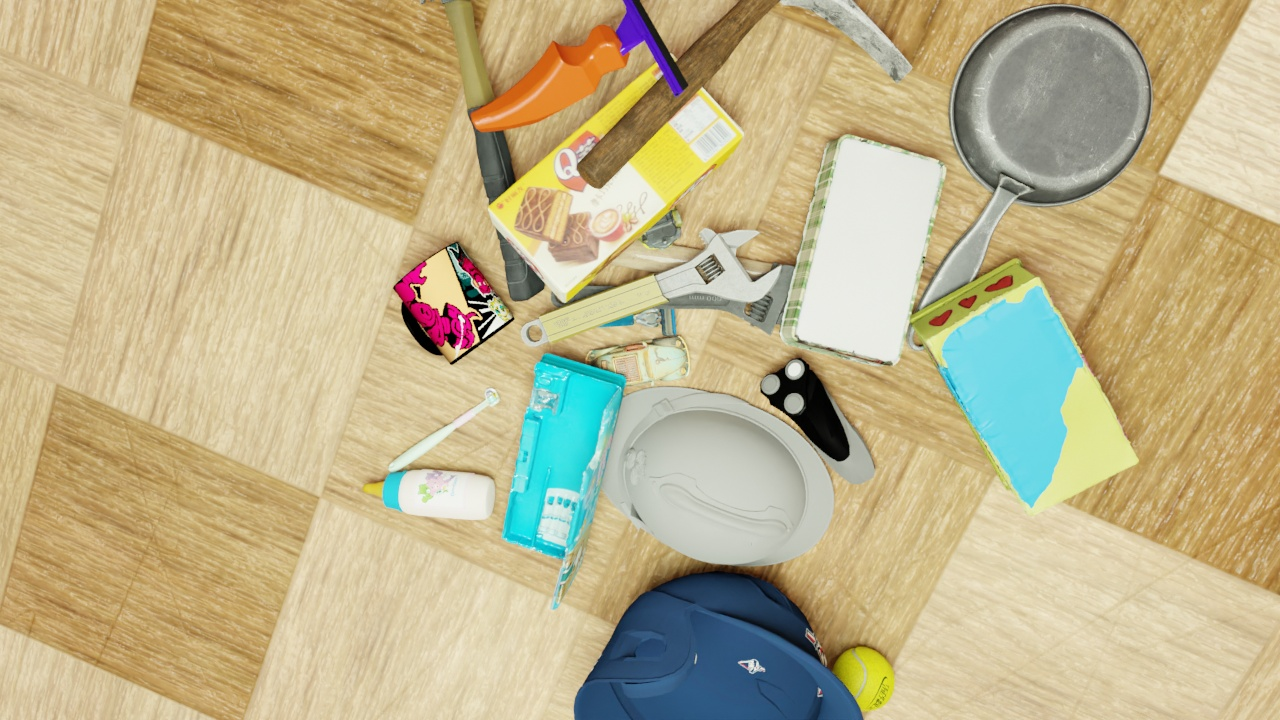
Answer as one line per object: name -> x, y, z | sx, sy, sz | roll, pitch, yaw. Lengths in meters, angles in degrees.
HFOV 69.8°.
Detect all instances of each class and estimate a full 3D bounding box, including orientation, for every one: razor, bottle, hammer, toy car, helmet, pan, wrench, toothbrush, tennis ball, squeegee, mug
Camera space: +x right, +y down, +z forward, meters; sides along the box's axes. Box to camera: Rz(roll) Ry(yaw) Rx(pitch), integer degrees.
razor -> 0.189, 0.068, 0.945 | 0.057, 0.060, 0.156 | -34, 116, 23
bottle -> -0.235, 0.146, 1.009 | 0.146, 0.051, 0.051 | 4, 102, 6
hammer -> 0.077, -0.095, 0.940 | 0.331, 0.030, 0.119 | 10, 102, 7
toy car -> 0.007, -0.161, 0.921 | 0.049, 0.030, 0.107 | -19, 86, -3
hammer -> 0.080, -0.244, 0.838 | 0.217, 0.037, 0.300 | 42, 80, -1
helmet -> 0.093, 0.323, 0.916 | 0.273, 0.222, 0.232 | 5, 120, 35
hammer -> -0.149, -0.222, 0.900 | 0.025, 0.117, 0.333 | -6, 107, 20
toy car -> -0.006, 0.006, 0.954 | 0.112, 0.047, 0.047 | -10, 99, 10
pan -> 0.353, -0.166, 0.883 | 0.187, 0.055, 0.357 | 26, 99, 0
wrench -> 0.042, -0.064, 0.928 | 0.273, 0.018, 0.073 | 2, 98, 10
wrench -> 0.005, -0.063, 0.918 | 0.274, 0.018, 0.083 | -20, 93, 13
toothbrush -> -0.218, 0.080, 1.011 | 0.155, 0.015, 0.022 | -35, 61, 12
razor -> -0.035, -0.041, 0.961 | 0.144, 0.022, 0.042 | -4, 87, 8
tennis ball -> 0.240, 0.343, 0.989 | 0.065, 0.065, 0.065 | 1, 102, 6
helmet -> 0.068, 0.135, 0.937 | 0.271, 0.117, 0.183 | 21, 103, 4
squeegee -> -0.071, -0.259, 0.836 | 0.185, 0.249, 0.055 | -27, 139, 7
mug -> -0.203, -0.051, 0.956 | 0.118, 0.081, 0.098 | -31, 98, 39

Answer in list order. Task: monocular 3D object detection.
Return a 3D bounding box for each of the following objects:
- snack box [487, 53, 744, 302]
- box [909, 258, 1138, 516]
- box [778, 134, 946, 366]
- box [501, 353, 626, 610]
snack box -> -0.024, -0.173, 0.872 | 0.230, 0.062, 0.110 | -42, 90, -6
box -> 0.368, 0.026, 0.889 | 0.124, 0.080, 0.221 | -33, 102, 13
box -> 0.212, -0.103, 0.878 | 0.117, 0.049, 0.205 | 12, 91, -9
box -> -0.090, 0.124, 0.929 | 0.098, 0.121, 0.227 | 16, 116, 5
